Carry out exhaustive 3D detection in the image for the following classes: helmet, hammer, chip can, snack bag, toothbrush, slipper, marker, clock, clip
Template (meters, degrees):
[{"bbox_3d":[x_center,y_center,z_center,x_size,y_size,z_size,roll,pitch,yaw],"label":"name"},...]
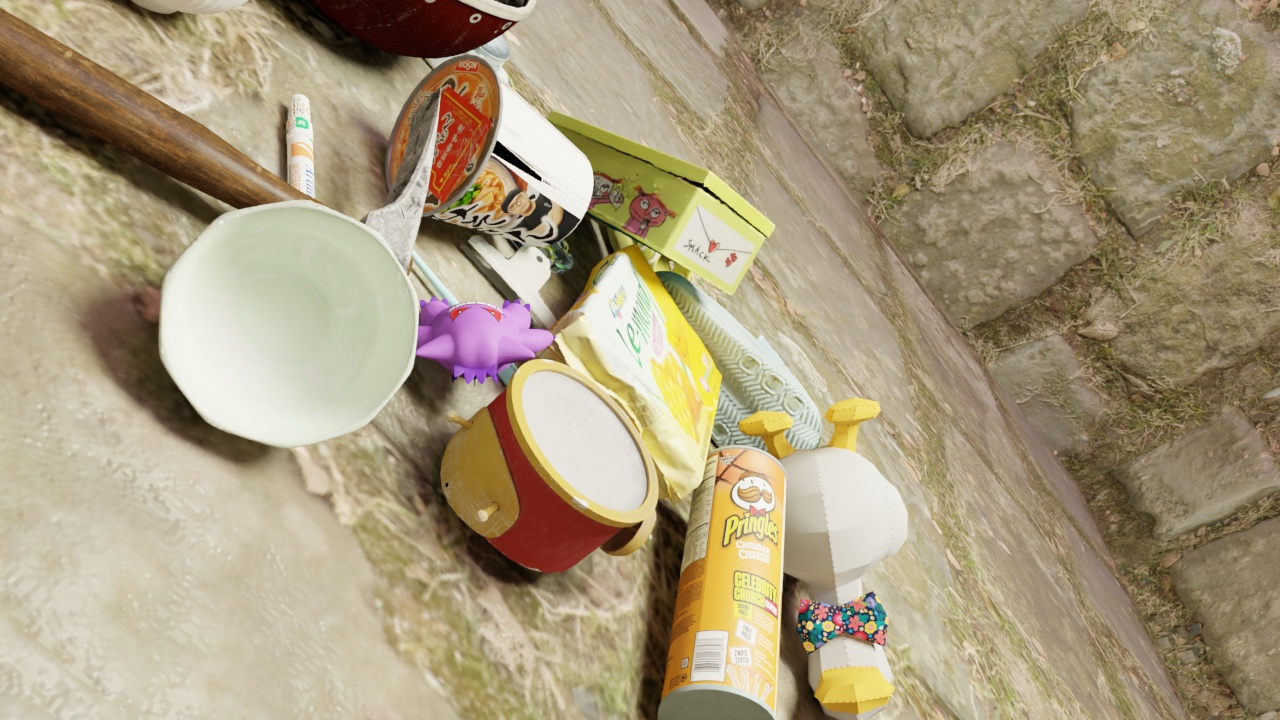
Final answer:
[{"bbox_3d":[-0.162,-0.368,0.729,0.233,0.254,0.233,7,37,-50],"label":"helmet"},{"bbox_3d":[-0.250,-0.149,0.506,0.300,0.037,0.217,31,48,-34],"label":"hammer"},{"bbox_3d":[0.064,0.160,0.651,0.075,0.075,0.214,45,33,-22],"label":"chip can"},{"bbox_3d":[-0.004,0.004,0.751,0.159,0.068,0.246,55,19,-12],"label":"snack bag"},{"bbox_3d":[-0.128,-0.031,0.652,0.180,0.016,0.016,51,21,-8],"label":"toothbrush"},{"bbox_3d":[0.022,-0.116,0.968,0.091,0.082,0.190,27,38,-42],"label":"slipper"},{"bbox_3d":[-0.221,-0.124,0.598,0.017,0.017,0.145,29,35,-45],"label":"marker"},{"bbox_3d":[0.085,0.008,0.899,0.245,0.104,0.074,47,27,-6],"label":"slipper"},{"bbox_3d":[-0.163,-0.301,0.892,0.117,0.057,0.083,35,30,-38],"label":"clock"},{"bbox_3d":[-0.103,-0.065,0.751,0.102,0.046,0.056,50,29,-14],"label":"clip"},{"bbox_3d":[-0.049,0.074,0.577,0.158,0.081,0.117,20,37,-48],"label":"clock"}]

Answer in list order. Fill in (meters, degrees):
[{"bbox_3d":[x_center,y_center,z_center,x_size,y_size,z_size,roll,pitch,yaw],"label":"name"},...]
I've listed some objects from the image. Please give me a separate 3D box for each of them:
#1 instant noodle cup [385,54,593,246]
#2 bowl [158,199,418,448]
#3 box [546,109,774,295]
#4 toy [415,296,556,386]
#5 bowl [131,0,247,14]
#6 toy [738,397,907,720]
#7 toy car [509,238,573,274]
[{"bbox_3d":[-0.108,-0.148,0.705,0.121,0.124,0.123,21,40,-50],"label":"instant noodle cup"},{"bbox_3d":[-0.174,-0.020,0.457,0.117,0.117,0.061,44,-11,-24],"label":"bowl"},{"bbox_3d":[0.001,-0.152,0.857,0.124,0.082,0.221,25,8,-48],"label":"box"},{"bbox_3d":[-0.107,-0.010,0.594,0.088,0.106,0.056,-140,-128,-77],"label":"toy"},{"bbox_3d":[-0.301,-0.262,0.575,0.118,0.062,0.118,42,26,-26],"label":"bowl"},{"bbox_3d":[0.165,0.169,0.802,0.246,0.141,0.267,-4,86,-82],"label":"toy"},{"bbox_3d":[-0.095,-0.109,0.800,0.090,0.027,0.038,49,24,-1],"label":"toy car"}]
